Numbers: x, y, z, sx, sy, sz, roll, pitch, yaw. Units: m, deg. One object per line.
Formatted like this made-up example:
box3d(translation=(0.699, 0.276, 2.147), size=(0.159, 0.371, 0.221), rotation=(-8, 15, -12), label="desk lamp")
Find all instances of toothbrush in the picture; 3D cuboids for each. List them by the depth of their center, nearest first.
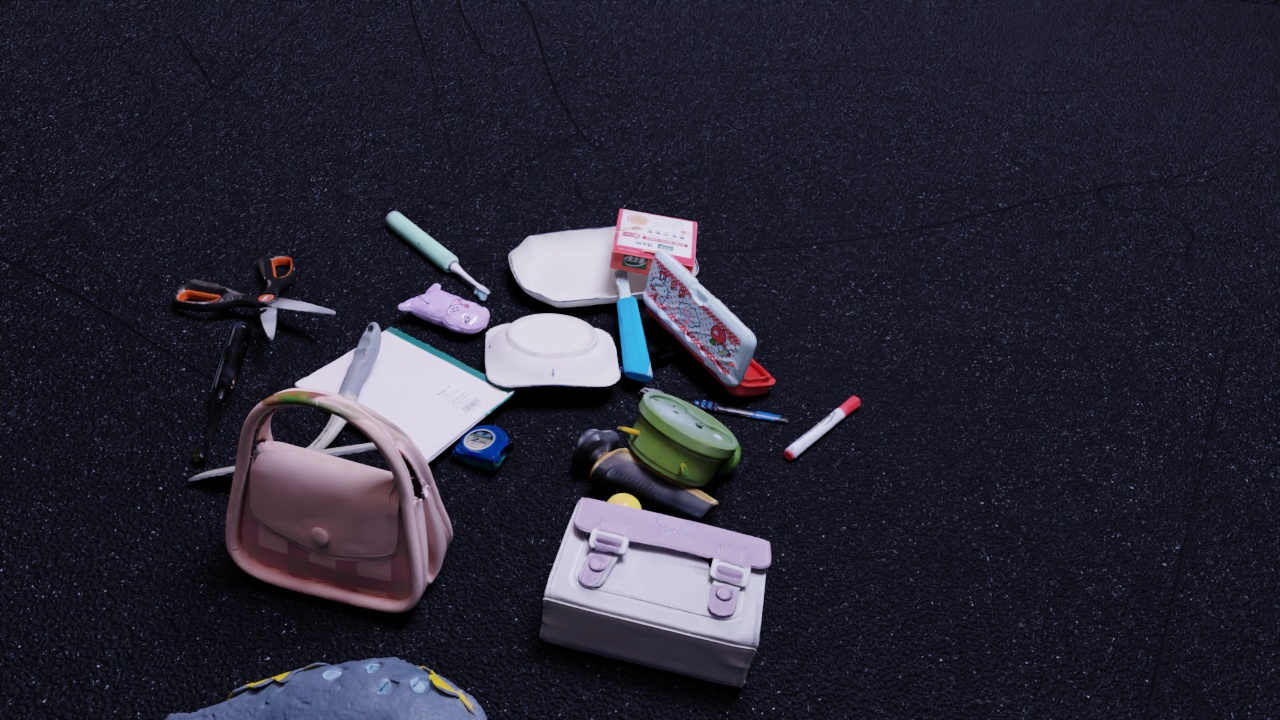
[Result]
box3d(translation=(-0.473, 0.034, 1.038), size=(0.027, 0.026, 0.212), rotation=(-24, 42, 14), label="toothbrush")
box3d(translation=(0.090, 0.056, 1.120), size=(0.189, 0.016, 0.014), rotation=(10, 49, 0), label="toothbrush")
box3d(translation=(-0.281, -0.147, 1.276), size=(0.224, 0.027, 0.026), rotation=(37, 16, 28), label="toothbrush")

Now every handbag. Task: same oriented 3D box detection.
box3d(translation=(-0.273, 0.113, 0.821), size=(0.193, 0.235, 0.093), rotation=(13, 40, 5), label="handbag")
box3d(translation=(0.018, 0.211, 0.875), size=(0.197, 0.099, 0.144), rotation=(13, 36, 4), label="handbag")

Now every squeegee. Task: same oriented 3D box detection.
box3d(translation=(-0.330, 0.042, 1.012), size=(0.247, 0.039, 0.245), rotation=(-11, 35, 16), label="squeegee")

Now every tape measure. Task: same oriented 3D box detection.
box3d(translation=(-0.172, 0.097, 1.017), size=(0.058, 0.025, 0.054), rotation=(12, 38, 20), label="tape measure")

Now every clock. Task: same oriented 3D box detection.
box3d(translation=(0.050, 0.087, 1.018), size=(0.116, 0.056, 0.161), rotation=(34, 15, 22), label="clock")

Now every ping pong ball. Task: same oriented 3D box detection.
box3d(translation=(-0.018, 0.159, 0.962), size=(0.040, 0.040, 0.040), rotation=(5, 41, -5), label="ping pong ball")

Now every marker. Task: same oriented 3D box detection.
box3d(translation=(0.221, 0.081, 1.112), size=(0.017, 0.017, 0.144), rotation=(36, 48, 28), label="marker")
box3d(translation=(-0.007, 0.007, 1.153), size=(0.131, 0.022, 0.020), rotation=(-19, 62, -27), label="marker")

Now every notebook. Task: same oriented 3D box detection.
box3d(translation=(-0.273, 0.034, 1.066), size=(0.209, 0.012, 0.150), rotation=(25, 43, 26), label="notebook")

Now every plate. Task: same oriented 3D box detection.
box3d(translation=(-0.109, -0.019, 1.130), size=(0.164, 0.034, 0.163), rotation=(1, 29, -10), label="plate")
box3d(translation=(-0.051, -0.127, 1.287), size=(0.265, 0.034, 0.162), rotation=(-9, 45, -20), label="plate")

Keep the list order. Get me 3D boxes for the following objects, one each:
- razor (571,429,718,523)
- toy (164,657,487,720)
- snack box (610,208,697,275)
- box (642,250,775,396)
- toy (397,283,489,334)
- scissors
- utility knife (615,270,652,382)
box3d(translation=(0.006, 0.127, 0.998), size=(0.167, 0.062, 0.067), rotation=(26, 42, 10), label="razor")
box3d(translation=(-0.197, 0.311, 0.723), size=(0.356, 0.092, 0.137), rotation=(18, 54, 14), label="toy")
box3d(translation=(0.018, -0.153, 1.260), size=(0.113, 0.044, 0.126), rotation=(10, 36, -2), label="snack box")
box3d(translation=(0.089, -0.050, 1.155), size=(0.112, 0.100, 0.201), rotation=(-2, 39, -44), label="box")
box3d(translation=(-0.243, -0.064, 1.178), size=(0.108, 0.039, 0.083), rotation=(20, 33, 14), label="toy")
box3d(translation=(-0.474, -0.084, 1.144), size=(0.221, 0.022, 0.230), rotation=(-1, 32, 3), label="scissors")
box3d(translation=(-0.014, -0.052, 1.180), size=(0.034, 0.018, 0.209), rotation=(0, 46, -9), label="utility knife")
